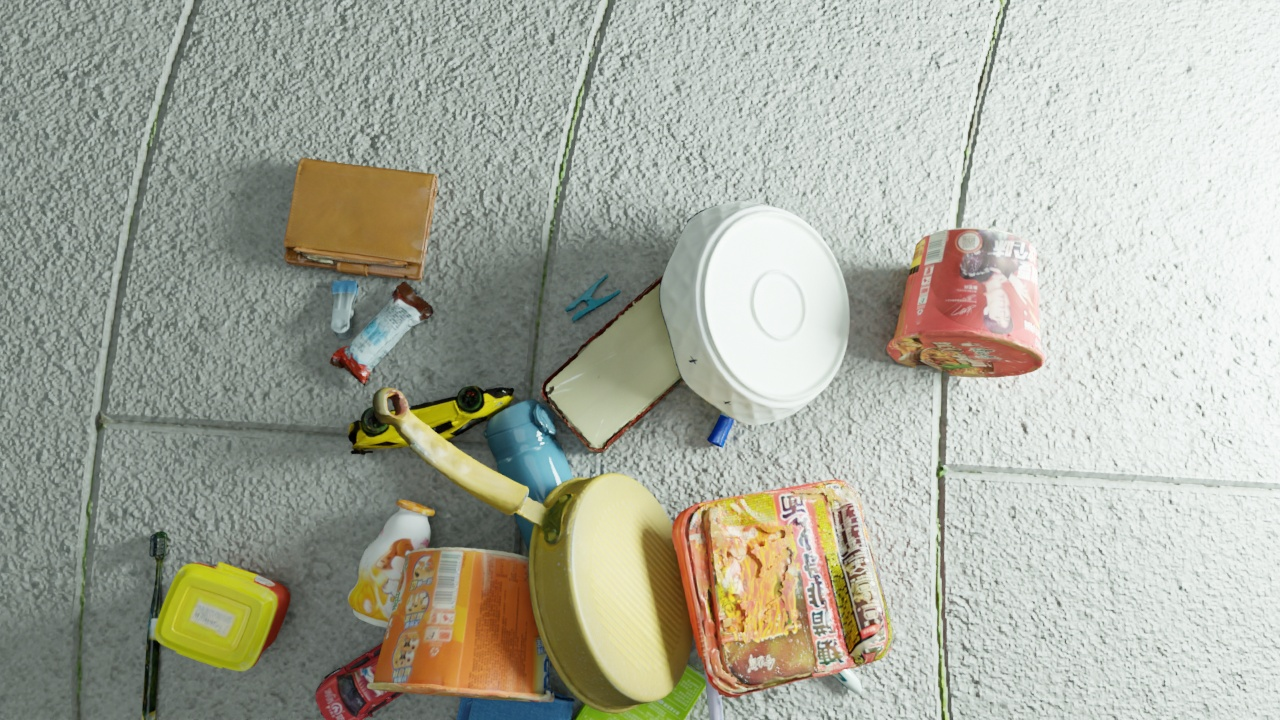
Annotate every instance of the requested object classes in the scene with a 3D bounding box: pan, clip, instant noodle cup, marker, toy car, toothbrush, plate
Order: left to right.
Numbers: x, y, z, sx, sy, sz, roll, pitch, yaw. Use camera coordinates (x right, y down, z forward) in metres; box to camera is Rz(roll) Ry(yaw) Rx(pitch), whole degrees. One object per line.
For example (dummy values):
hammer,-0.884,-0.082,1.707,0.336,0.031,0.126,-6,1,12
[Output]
toothbrush,-0.442,0.249,0.831,0.012,0.017,0.185,1,84,-6
clip,-0.282,-0.049,0.875,0.024,0.028,0.056,0,74,-5
toy car,-0.235,0.284,0.825,0.120,0.045,0.053,-33,85,-4
toy car,-0.190,0.054,0.839,0.156,0.071,0.041,-14,83,-5
instant noodle cup,-0.142,0.221,0.764,0.151,0.151,0.111,4,69,-3
pan,-0.075,0.140,0.745,0.078,0.197,0.357,-20,122,27
clip,-0.047,-0.059,0.888,0.056,0.014,0.041,-38,86,-6
toothbrush,0.060,0.244,0.840,0.029,0.021,0.189,-3,74,-8
marker,0.102,0.015,0.885,0.017,0.017,0.145,26,83,0
plate,0.113,-0.047,0.832,0.204,0.046,0.204,4,83,-33
instant noodle cup,0.119,0.200,0.817,0.188,0.079,0.164,-6,75,-20
toothbrush,0.139,0.242,0.861,0.016,0.018,0.191,-44,87,-7
instant noodle cup,0.305,-0.053,0.849,0.138,0.138,0.108,11,77,-2

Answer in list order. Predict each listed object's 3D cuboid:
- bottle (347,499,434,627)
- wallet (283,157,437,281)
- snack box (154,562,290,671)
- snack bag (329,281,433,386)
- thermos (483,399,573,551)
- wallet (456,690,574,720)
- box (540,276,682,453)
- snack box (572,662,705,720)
bottle,-0.220,0.182,0.827,0.063,0.063,0.108,18,83,-1
wallet,-0.266,-0.135,0.876,0.132,0.031,0.107,6,80,-1
snack box,-0.360,0.219,0.807,0.091,0.080,0.082,20,84,0
snack bag,-0.245,-0.025,0.867,0.045,0.026,0.105,40,82,11
thermos,-0.079,0.145,0.837,0.070,0.070,0.220,-21,86,-5
wallet,-0.120,0.355,0.814,0.106,0.040,0.133,8,80,17
box,-0.005,0.005,0.850,0.168,0.079,0.091,-42,86,-6
snack box,-0.015,0.334,0.839,0.086,0.026,0.156,33,83,1
